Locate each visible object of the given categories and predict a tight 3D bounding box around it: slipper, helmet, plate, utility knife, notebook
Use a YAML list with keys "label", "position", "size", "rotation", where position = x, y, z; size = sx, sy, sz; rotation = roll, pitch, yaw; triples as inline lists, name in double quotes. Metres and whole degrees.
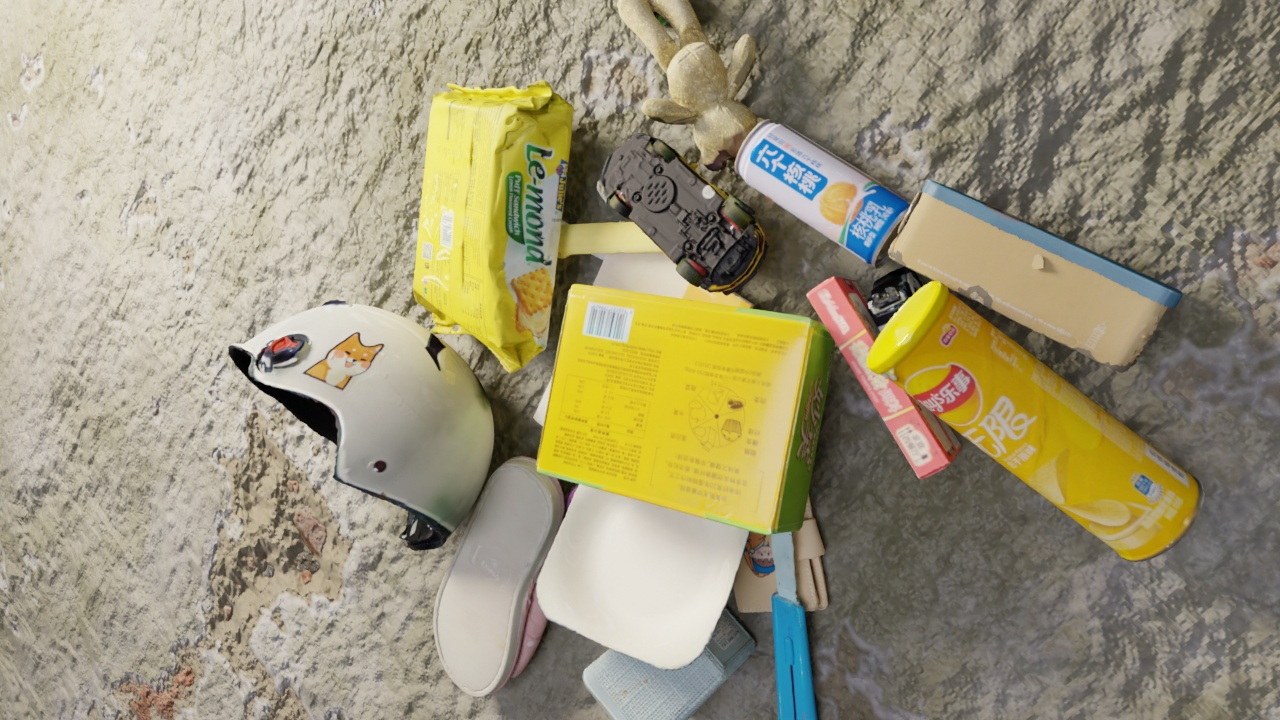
- label: "slipper"
  position: [-0.132, 0.211, 0.893]
  size: [0.114, 0.054, 0.275]
  rotation: [30, 115, 25]
- label: "helmet"
  position: [-0.240, 0.039, 0.863]
  size: [0.274, 0.230, 0.156]
  rotation: [38, 71, 28]
- label: "plate"
  position: [0.008, 0.157, 0.749]
  size: [0.164, 0.034, 0.163]
  rotation: [15, 72, 31]
- label: "utility knife"
  position: [0.121, 0.223, 0.747]
  size: [0.034, 0.018, 0.219]
  rotation: [1, 106, 30]
- label: "utility knife"
  position: [-0.008, -0.100, 0.766]
  size: [0.216, 0.022, 0.031]
  rotation: [5, 101, 39]
- label: "notebook"
  position: [-0.005, 0.005, 0.793]
  size: [0.146, 0.010, 0.207]
  rotation: [36, 113, 25]

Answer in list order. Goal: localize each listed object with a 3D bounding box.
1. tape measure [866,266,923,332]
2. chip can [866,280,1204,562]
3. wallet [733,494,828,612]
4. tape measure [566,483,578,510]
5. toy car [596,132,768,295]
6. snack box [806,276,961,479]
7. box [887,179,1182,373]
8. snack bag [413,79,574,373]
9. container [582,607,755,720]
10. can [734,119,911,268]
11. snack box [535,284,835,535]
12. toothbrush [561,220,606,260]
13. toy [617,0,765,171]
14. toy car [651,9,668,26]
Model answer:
- label: "tape measure"
  position: [0.192, -0.029, 0.659]
  size: [0.034, 0.065, 0.066]
  rotation: [-27, 97, 28]
- label: "chip can"
  position: [0.252, 0.038, 0.592]
  size: [0.213, 0.071, 0.072]
  rotation: [36, 115, -1]
- label: "wallet"
  position: [0.109, 0.152, 0.760]
  size: [0.087, 0.024, 0.115]
  rotation: [-10, 90, 30]
- label: "tape measure"
  position: [-0.036, 0.132, 0.835]
  size: [0.058, 0.039, 0.057]
  rotation: [20, 107, 22]
- label: "toy car"
  position: [0.032, -0.117, 0.711]
  size: [0.156, 0.041, 0.071]
  rotation: [45, 106, 24]
- label: "snack box"
  position: [0.178, 0.009, 0.667]
  size: [0.026, 0.075, 0.153]
  rotation: [-34, 79, 23]
- label: "box"
  position: [0.262, -0.055, 0.603]
  size: [0.184, 0.089, 0.062]
  rotation: [29, 110, 22]
- label: "snack bag"
  position: [-0.140, -0.126, 0.821]
  size: [0.158, 0.068, 0.247]
  rotation: [23, 110, 46]
- label: "container"
  position: [0.029, 0.258, 0.786]
  size: [0.090, 0.090, 0.112]
  rotation: [48, 114, 16]
- label: "can"
  position: [0.137, -0.127, 0.686]
  size: [0.134, 0.053, 0.053]
  rotation: [38, 114, 21]
- label: "snack box"
  position: [0.033, 0.034, 0.709]
  size: [0.210, 0.070, 0.157]
  rotation: [10, 90, 29]
- label: "toothbrush"
  position: [-0.024, -0.088, 0.810]
  size: [0.180, 0.016, 0.016]
  rotation: [32, 110, 23]
- label: "toy"
  position: [0.038, -0.225, 0.717]
  size: [0.105, 0.066, 0.157]
  rotation: [-33, 94, -11]
- label: "toy car"
  position: [-0.005, -0.314, 0.757]
  size: [0.091, 0.036, 0.043]
  rotation: [44, 117, 23]
